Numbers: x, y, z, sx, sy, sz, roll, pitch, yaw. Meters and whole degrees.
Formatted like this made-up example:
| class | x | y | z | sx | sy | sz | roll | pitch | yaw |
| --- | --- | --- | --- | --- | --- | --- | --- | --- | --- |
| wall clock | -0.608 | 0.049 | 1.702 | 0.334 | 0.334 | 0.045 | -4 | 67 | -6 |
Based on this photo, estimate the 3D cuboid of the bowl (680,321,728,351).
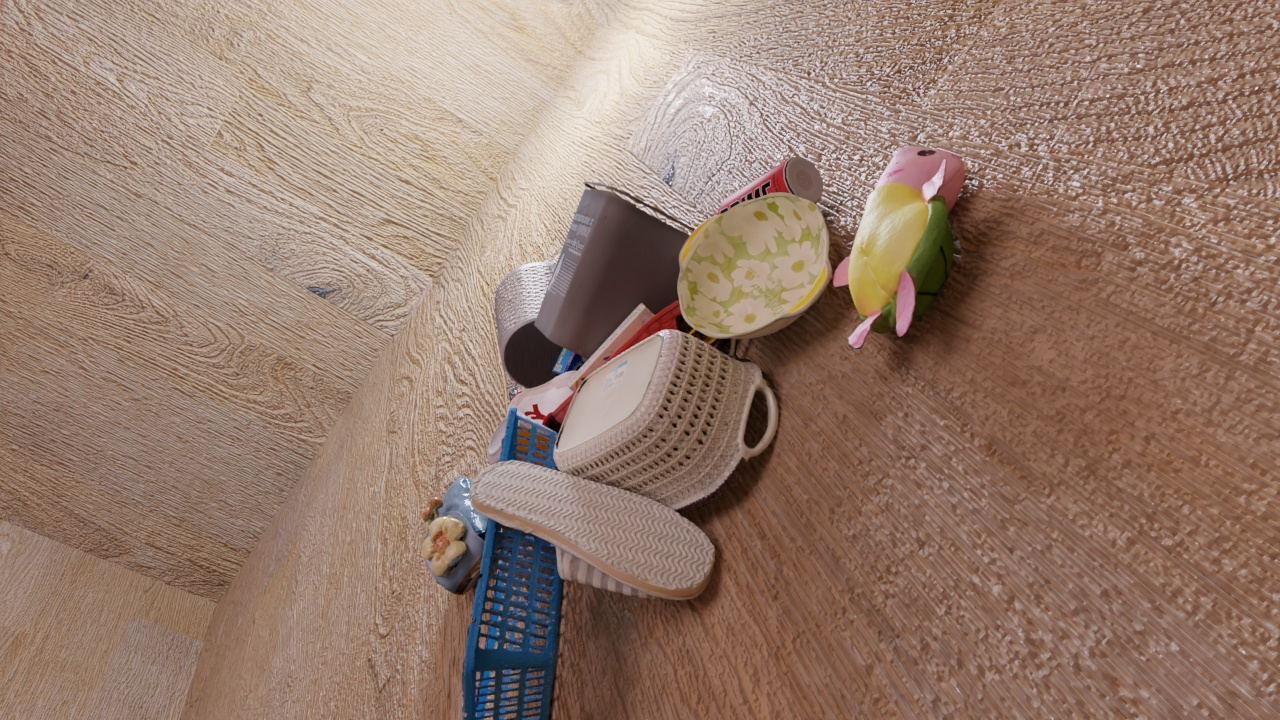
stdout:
| class | x | y | z | sx | sy | sz | roll | pitch | yaw |
| --- | --- | --- | --- | --- | --- | --- | --- | --- | --- |
| bowl | 0.088 | -0.034 | 1.159 | 0.114 | 0.026 | 0.101 | -3 | 59 | 62 |

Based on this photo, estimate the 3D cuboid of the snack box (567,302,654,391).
| class | x | y | z | sx | sy | sz | roll | pitch | yaw |
| --- | --- | --- | --- | --- | --- | --- | --- | --- | --- |
| snack box | -0.019 | 0.005 | 1.230 | 0.150 | 0.082 | 0.026 | -47 | 19 | 4 |

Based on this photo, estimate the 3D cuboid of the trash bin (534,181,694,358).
| class | x | y | z | sx | sy | sz | roll | pitch | yaw |
| --- | --- | --- | --- | --- | --- | --- | --- | --- | --- |
| trash bin | -0.029 | -0.109 | 1.301 | 0.220 | 0.197 | 0.197 | -64 | 22 | 5 |

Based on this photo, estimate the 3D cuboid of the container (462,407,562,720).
| class | x | y | z | sx | sy | sz | roll | pitch | yaw |
| --- | --- | --- | --- | --- | --- | --- | --- | --- | --- |
| container | -0.134 | 0.264 | 1.057 | 0.361 | 0.089 | 0.258 | -89 | 7 | -50 |

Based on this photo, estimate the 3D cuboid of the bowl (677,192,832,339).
| class | x | y | z | sx | sy | sz | roll | pitch | yaw |
| --- | --- | --- | --- | --- | --- | --- | --- | --- | --- |
| bowl | 0.136 | -0.094 | 1.030 | 0.188 | 0.060 | 0.219 | -53 | 42 | -3 |

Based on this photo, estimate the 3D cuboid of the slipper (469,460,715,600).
| class | x | y | z | sx | sy | sz | roll | pitch | yaw |
| --- | --- | --- | --- | --- | --- | --- | --- | --- | --- |
| slipper | -0.054 | 0.176 | 0.952 | 0.114 | 0.273 | 0.054 | -50 | -27 | -44 |

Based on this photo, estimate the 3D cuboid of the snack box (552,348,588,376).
| class | x | y | z | sx | sy | sz | roll | pitch | yaw |
| --- | --- | --- | --- | --- | --- | --- | --- | --- | --- |
| snack box | -0.082 | -0.028 | 1.428 | 0.027 | 0.082 | 0.150 | 15 | 71 | 26 |

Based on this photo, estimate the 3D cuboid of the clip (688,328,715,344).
| class | x | y | z | sx | sy | sz | roll | pitch | yaw |
| --- | --- | --- | --- | --- | --- | --- | --- | --- | --- |
| clip | 0.073 | -0.033 | 1.122 | 0.054 | 0.048 | 0.046 | -45 | 52 | 32 |

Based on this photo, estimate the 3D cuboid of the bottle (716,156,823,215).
| class | x | y | z | sx | sy | sz | roll | pitch | yaw |
| --- | --- | --- | --- | --- | --- | --- | --- | --- | --- |
| bottle | 0.142 | -0.187 | 1.127 | 0.177 | 0.062 | 0.062 | -24 | 40 | 54 |

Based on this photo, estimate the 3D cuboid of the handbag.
| class | x | y | z | sx | sy | sz | roll | pitch | yaw |
| --- | --- | --- | --- | --- | --- | --- | --- | --- | --- |
| handbag | -0.287 | 0.265 | 1.438 | 0.122 | 0.118 | 0.191 | -52 | 29 | 15 |

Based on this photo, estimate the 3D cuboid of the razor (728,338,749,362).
| class | x | y | z | sx | sy | sz | roll | pitch | yaw |
| --- | --- | --- | --- | --- | --- | --- | --- | --- | --- |
| razor | 0.115 | -0.046 | 1.090 | 0.043 | 0.026 | 0.105 | -9 | 68 | 63 |

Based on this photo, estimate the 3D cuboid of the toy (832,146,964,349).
| class | x | y | z | sx | sy | sz | roll | pitch | yaw |
| --- | --- | --- | --- | --- | --- | --- | --- | --- | --- |
| toy | 0.245 | -0.107 | 0.857 | 0.191 | 0.087 | 0.237 | 120 | 173 | -55 |

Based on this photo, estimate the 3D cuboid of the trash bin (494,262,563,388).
| class | x | y | z | sx | sy | sz | roll | pitch | yaw |
| --- | --- | --- | --- | --- | --- | --- | --- | --- | --- |
| trash bin | -0.164 | -0.054 | 1.539 | 0.157 | 0.156 | 0.183 | -50 | 27 | 20 |

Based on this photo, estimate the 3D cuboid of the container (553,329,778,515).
| class | x | y | z | sx | sy | sz | roll | pitch | yaw |
| --- | --- | --- | --- | --- | --- | --- | --- | --- | --- |
| container | 0.017 | 0.074 | 1.022 | 0.252 | 0.143 | 0.184 | -30 | 31 | 48 |

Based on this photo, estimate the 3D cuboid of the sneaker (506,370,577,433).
| class | x | y | z | sx | sy | sz | roll | pitch | yaw |
| --- | --- | --- | --- | --- | --- | --- | --- | --- | --- |
| sneaker | -0.141 | 0.102 | 1.397 | 0.237 | 0.090 | 0.104 | -24 | 46 | 47 |

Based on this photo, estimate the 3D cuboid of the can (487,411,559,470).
| class | x | y | z | sx | sy | sz | roll | pitch | yaw |
| --- | --- | --- | --- | --- | --- | --- | --- | --- | --- |
| can | -0.132 | 0.134 | 1.250 | 0.079 | 0.142 | 0.079 | -45 | 26 | 29 |

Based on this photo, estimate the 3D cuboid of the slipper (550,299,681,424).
| class | x | y | z | sx | sy | sz | roll | pitch | yaw |
| --- | --- | --- | --- | --- | --- | --- | --- | --- | --- |
| slipper | -0.007 | 0.007 | 1.163 | 0.249 | 0.059 | 0.103 | -42 | -2 | 11 |
